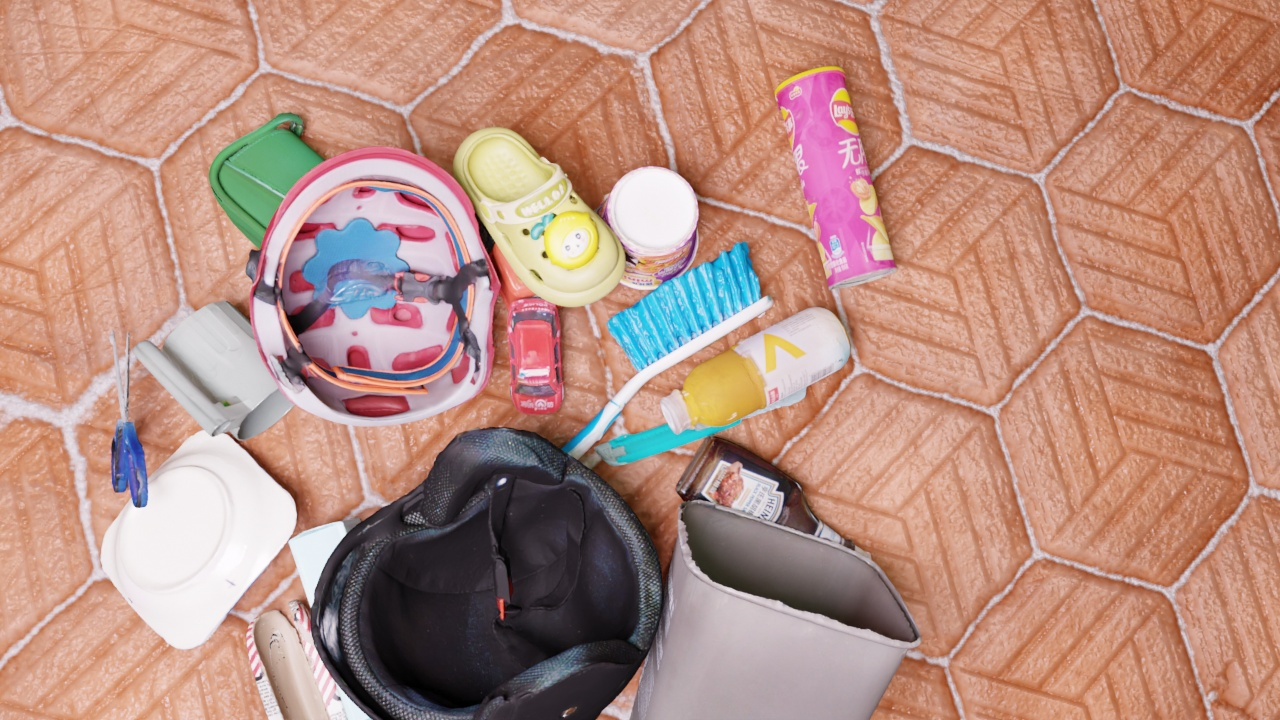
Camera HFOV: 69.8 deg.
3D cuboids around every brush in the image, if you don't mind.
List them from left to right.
[{"bbox_3d":[-0.005,0.005,0.887,0.314,0.060,0.109,-30,90,-5],"label":"brush"}]

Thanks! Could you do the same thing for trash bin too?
[{"bbox_3d":[0.091,0.265,0.780,0.198,0.199,0.220,19,100,-2],"label":"trash bin"}]

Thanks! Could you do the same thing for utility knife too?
[{"bbox_3d":[0.063,0.061,0.903,0.221,0.013,0.029,-18,85,-8],"label":"utility knife"}]

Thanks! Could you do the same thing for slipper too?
[{"bbox_3d":[-0.093,-0.131,0.799,0.091,0.081,0.190,-40,85,-6],"label":"slipper"}]

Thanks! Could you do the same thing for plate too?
[{"bbox_3d":[-0.401,0.151,0.811,0.164,0.034,0.164,34,80,24],"label":"plate"}]

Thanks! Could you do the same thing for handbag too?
[{"bbox_3d":[-0.328,-0.158,0.874,0.131,0.068,0.120,41,74,2],"label":"handbag"}]

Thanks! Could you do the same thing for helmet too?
[{"bbox_3d":[-0.241,-0.070,0.810,0.206,0.144,0.240,-5,107,-30],"label":"helmet"},{"bbox_3d":[-0.118,0.205,0.755,0.274,0.231,0.233,-12,54,-14],"label":"helmet"}]

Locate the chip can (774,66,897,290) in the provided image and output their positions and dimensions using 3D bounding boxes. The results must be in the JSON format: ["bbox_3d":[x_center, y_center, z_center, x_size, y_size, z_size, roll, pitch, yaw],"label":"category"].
[{"bbox_3d":[0.195,-0.180,0.915,0.071,0.071,0.210,-13,84,-7],"label":"chip can"}]

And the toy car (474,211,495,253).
[{"bbox_3d":[-0.192,-0.130,0.896,0.105,0.032,0.048,8,82,-15],"label":"toy car"}]

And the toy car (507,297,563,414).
[{"bbox_3d":[-0.099,0.000,0.856,0.053,0.045,0.121,-2,123,-3],"label":"toy car"}]

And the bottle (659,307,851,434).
[{"bbox_3d":[0.109,0.013,0.880,0.189,0.068,0.068,-26,86,-11],"label":"bottle"}]

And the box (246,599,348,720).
[{"bbox_3d":[-0.305,0.300,0.816,0.081,0.075,0.163,-23,87,-19],"label":"box"}]

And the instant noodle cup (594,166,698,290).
[{"bbox_3d":[0.007,-0.130,0.880,0.111,0.099,0.111,0,84,-4],"label":"instant noodle cup"}]

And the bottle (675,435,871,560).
[{"bbox_3d":[0.131,0.150,0.883,0.195,0.044,0.080,33,85,-1],"label":"bottle"}]

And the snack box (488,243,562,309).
[{"bbox_3d":[-0.095,-0.090,0.874,0.091,0.080,0.082,-24,86,-8],"label":"snack box"}]

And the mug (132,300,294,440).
[{"bbox_3d":[-0.374,0.012,0.818,0.103,0.123,0.084,44,107,3],"label":"mug"}]

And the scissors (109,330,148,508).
[{"bbox_3d":[-0.452,0.058,0.805,0.012,0.163,0.175,-5,53,-39],"label":"scissors"}]

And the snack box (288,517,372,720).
[{"bbox_3d":[-0.256,0.230,0.823,0.051,0.074,0.175,-20,85,-8],"label":"snack box"}]
